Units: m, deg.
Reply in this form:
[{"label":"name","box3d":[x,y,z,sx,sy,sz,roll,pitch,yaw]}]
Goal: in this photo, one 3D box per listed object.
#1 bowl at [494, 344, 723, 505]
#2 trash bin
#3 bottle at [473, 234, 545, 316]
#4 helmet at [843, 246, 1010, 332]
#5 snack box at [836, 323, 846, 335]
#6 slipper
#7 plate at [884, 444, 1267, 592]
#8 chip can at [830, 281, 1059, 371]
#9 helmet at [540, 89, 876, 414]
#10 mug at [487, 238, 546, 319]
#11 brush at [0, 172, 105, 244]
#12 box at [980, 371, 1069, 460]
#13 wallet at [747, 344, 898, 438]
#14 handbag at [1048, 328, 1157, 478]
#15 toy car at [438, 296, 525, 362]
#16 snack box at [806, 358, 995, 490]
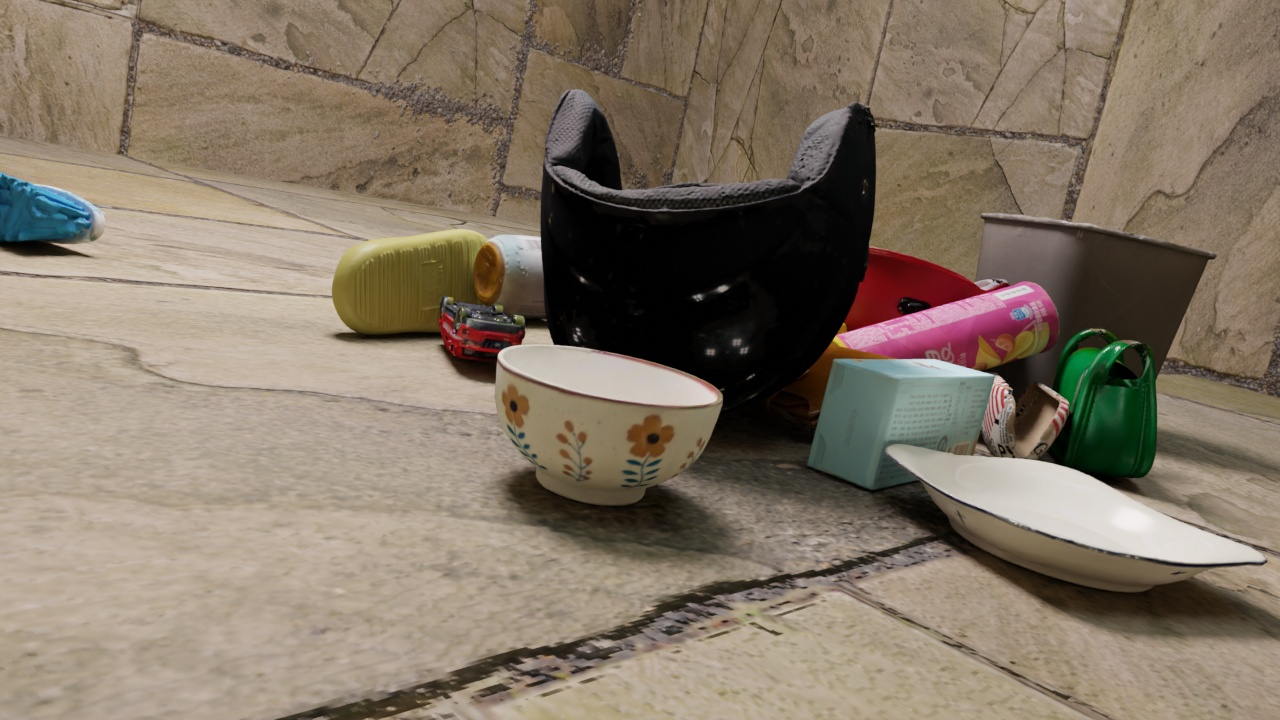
[{"label":"bowl","box3d":[-0.020,0.035,0.459,0.113,0.062,0.113,10,9,-2]},{"label":"trash bin","box3d":[0.478,-0.041,1.032,0.199,0.220,0.198,9,11,-15]},{"label":"bottle","box3d":[-0.052,-0.072,0.816,0.189,0.068,0.068,0,15,-35]},{"label":"helmet","box3d":[0.271,-0.038,0.969,0.207,0.144,0.239,15,6,30]},{"label":"snack box","box3d":[0.147,-0.012,0.888,0.080,0.082,0.091,7,5,36]},{"label":"slipper","box3d":[-0.197,-0.070,0.777,0.082,0.092,0.190,14,13,27]},{"label":"plate","box3d":[0.235,0.091,0.521,0.163,0.034,0.164,8,11,-23]},{"label":"chip can","box3d":[0.268,-0.013,0.829,0.210,0.071,0.071,-15,17,-14]},{"label":"helmet","box3d":[0.046,-0.077,0.675,0.234,0.230,0.274,11,11,21]},{"label":"mug","box3d":[-0.145,-0.079,0.960,0.124,0.083,0.103,-14,-5,34]},{"label":"brush","box3d":[-0.613,-0.149,0.852,0.315,0.060,0.109,13,4,23]},{"label":"box","box3d":[0.332,0.052,0.784,0.081,0.075,0.163,2,4,13]},{"label":"wallet","box3d":[0.131,0.021,0.732,0.118,0.035,0.131,-21,19,-24]},{"label":"handbag","box3d":[0.397,0.036,0.787,0.068,0.120,0.131,9,11,16]},{"label":"toy car","box3d":[-0.125,-0.022,0.706,0.053,0.045,0.120,7,5,-21]},{"label":"snack box","box3d":[0.186,0.040,0.639,0.052,0.074,0.174,19,12,38]}]
